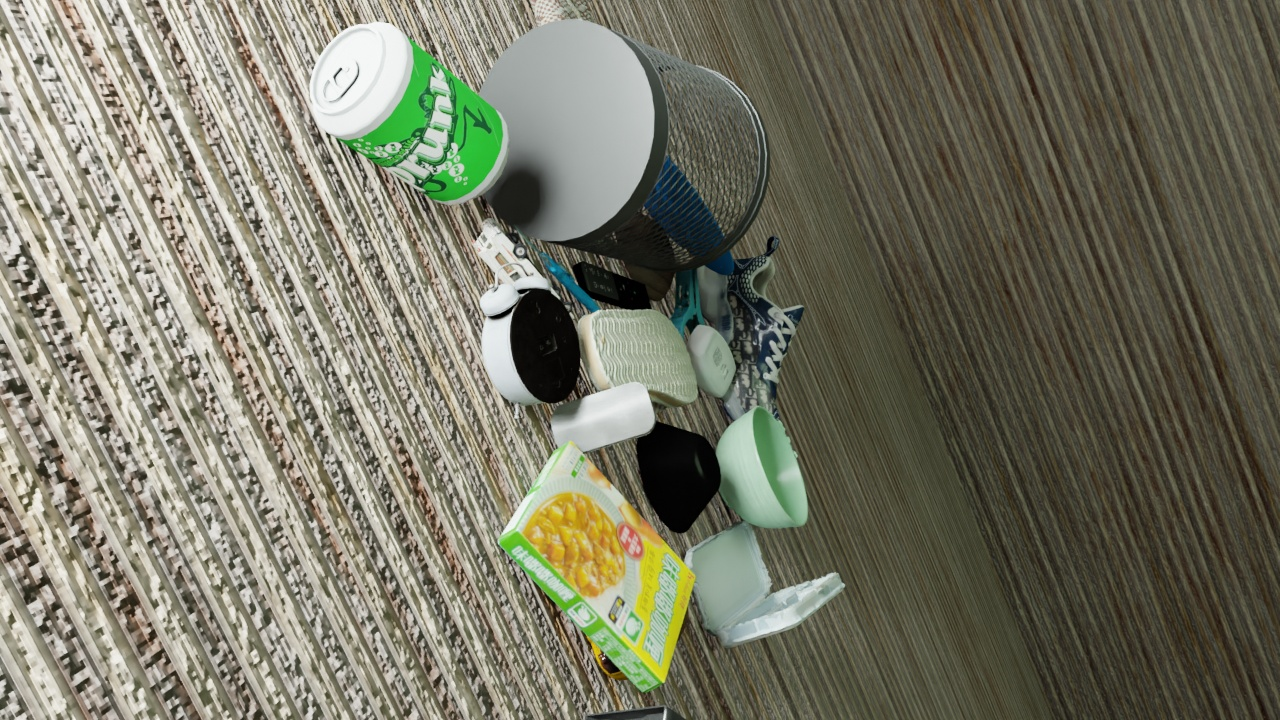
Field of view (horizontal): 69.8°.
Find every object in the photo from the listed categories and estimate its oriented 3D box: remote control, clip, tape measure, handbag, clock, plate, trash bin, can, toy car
[{"bbox_3d":[0.086,0.001,1.124,0.060,0.028,0.114,-64,149,-18],"label":"remote control"},{"bbox_3d":[0.054,-0.051,1.126,0.120,0.033,0.122,-42,121,-54],"label":"clip"},{"bbox_3d":[-0.014,0.231,0.755,0.068,0.030,0.059,-7,76,-60],"label":"tape measure"},{"bbox_3d":[-0.082,-0.387,1.099,0.124,0.047,0.185,6,66,-65],"label":"handbag"},{"bbox_3d":[-0.093,-0.020,0.758,0.094,0.035,0.122,-30,107,-59],"label":"clock"},{"bbox_3d":[0.031,-0.185,1.097,0.224,0.024,0.224,51,-5,6],"label":"plate"},{"bbox_3d":[-0.018,-0.200,0.883,0.227,0.218,0.217,-5,75,-62],"label":"trash bin"},{"bbox_3d":[-0.168,-0.180,0.685,0.139,0.088,0.087,30,45,-56],"label":"can"},{"bbox_3d":[-0.027,-0.078,1.002,0.150,0.013,0.034,12,60,-63],"label":"remote control"},{"bbox_3d":[0.025,0.385,0.676,0.176,0.072,0.195,48,35,-40],"label":"handbag"},{"bbox_3d":[-0.103,-0.073,0.803,0.113,0.039,0.039,52,0,-36],"label":"toy car"}]

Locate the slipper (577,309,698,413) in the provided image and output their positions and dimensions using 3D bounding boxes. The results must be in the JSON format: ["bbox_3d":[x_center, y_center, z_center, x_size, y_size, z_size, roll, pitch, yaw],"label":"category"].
[{"bbox_3d":[-0.006,0.006,0.934,0.262,0.052,0.115,10,64,-68],"label":"slipper"}]

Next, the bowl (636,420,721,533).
[{"bbox_3d":[0.050,0.114,0.962,0.124,0.053,0.123,47,32,-42],"label":"bowl"}]

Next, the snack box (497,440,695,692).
[{"bbox_3d":[-0.028,0.161,0.739,0.168,0.027,0.131,49,27,-10],"label":"snack box"}]

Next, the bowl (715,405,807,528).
[{"bbox_3d":[0.137,0.136,1.099,0.151,0.077,0.150,49,28,-38],"label":"bowl"}]

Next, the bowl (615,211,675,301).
[{"bbox_3d":[0.013,-0.133,1.112,0.119,0.032,0.119,47,32,-42],"label":"bowl"}]

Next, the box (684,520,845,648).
[{"bbox_3d":[0.140,0.235,0.996,0.210,0.105,0.129,-7,74,-66],"label":"box"}]

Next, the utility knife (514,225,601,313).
[{"bbox_3d":[-0.071,-0.078,0.856,0.031,0.015,0.220,51,4,24],"label":"utility knife"}]

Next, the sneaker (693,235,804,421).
[{"bbox_3d":[0.159,-0.031,1.220,0.103,0.133,0.269,24,51,-61],"label":"sneaker"}]

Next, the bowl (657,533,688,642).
[{"bbox_3d":[0.022,0.209,0.857,0.101,0.026,0.114,4,68,-65],"label":"bowl"}]

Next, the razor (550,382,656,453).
[{"bbox_3d":[-0.026,0.057,0.839,0.116,0.088,0.047,48,25,-80],"label":"razor"}]
